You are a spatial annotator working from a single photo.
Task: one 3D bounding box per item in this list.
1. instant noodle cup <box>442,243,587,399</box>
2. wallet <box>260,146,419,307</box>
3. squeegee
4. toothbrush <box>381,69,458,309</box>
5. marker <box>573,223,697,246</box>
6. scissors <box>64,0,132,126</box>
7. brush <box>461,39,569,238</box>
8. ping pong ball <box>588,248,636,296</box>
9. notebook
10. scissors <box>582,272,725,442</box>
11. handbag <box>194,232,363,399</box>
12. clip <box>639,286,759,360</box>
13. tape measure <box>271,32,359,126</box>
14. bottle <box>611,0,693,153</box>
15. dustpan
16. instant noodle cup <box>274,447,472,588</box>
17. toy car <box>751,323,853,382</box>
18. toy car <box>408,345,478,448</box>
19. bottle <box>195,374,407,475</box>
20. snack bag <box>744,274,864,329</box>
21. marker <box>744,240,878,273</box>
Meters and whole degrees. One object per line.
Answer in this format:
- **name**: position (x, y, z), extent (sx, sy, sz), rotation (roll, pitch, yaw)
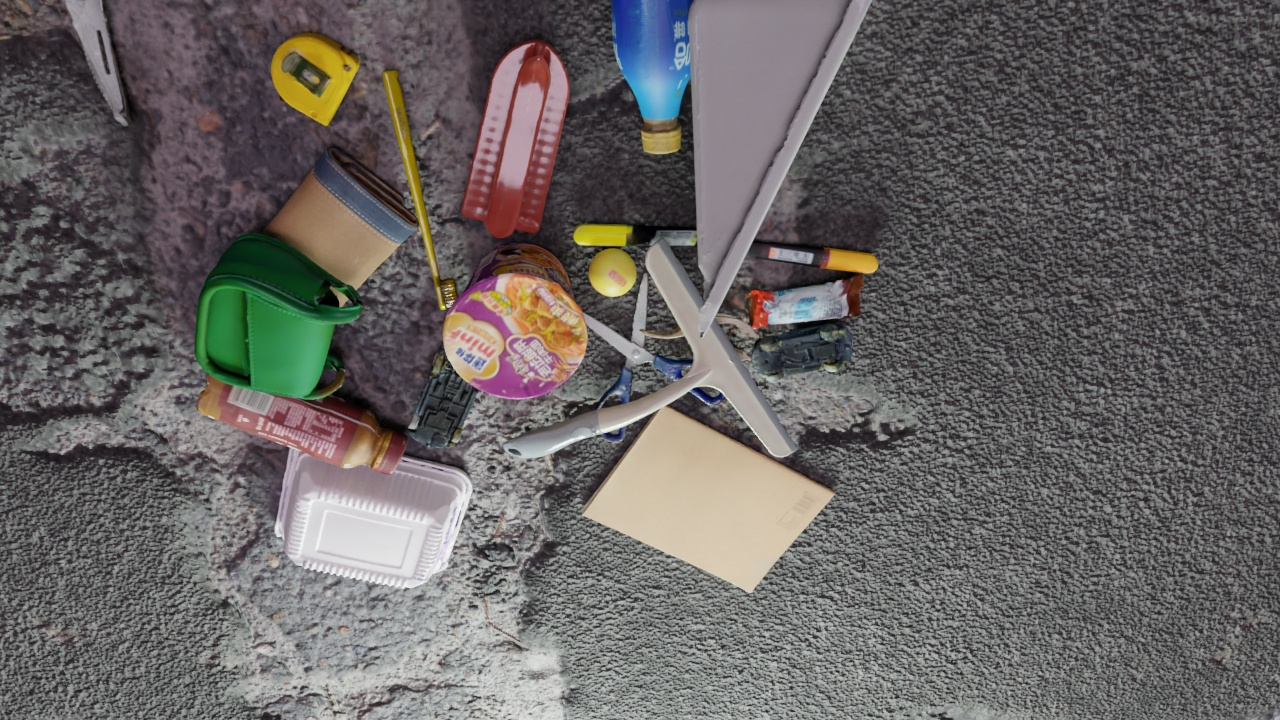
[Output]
- **instant noodle cup**: position (-0.099, -0.039, 0.750), extent (0.111, 0.099, 0.112), rotation (-1, 119, -3)
- **wallet**: position (-0.247, -0.103, 0.742), extent (0.090, 0.033, 0.115), rotation (40, 111, -21)
- **squeegee**: position (-0.025, 0.046, 0.811), extent (0.247, 0.039, 0.246), rotation (-23, 120, 22)
- **toothbrush**: position (-0.172, -0.131, 0.723), extent (0.016, 0.015, 0.190), rotation (-11, 111, -4)
- **marker**: position (0.005, -0.105, 0.770), extent (0.124, 0.015, 0.018), rotation (0, 116, -8)
- **scissors**: position (-0.378, -0.273, 0.641), extent (0.177, 0.015, 0.210), rotation (-33, 118, 13)
- **brush**: position (-0.091, -0.168, 0.693), extent (0.063, 0.069, 0.146), rotation (12, 119, -12)
- **ping pong ball**: position (-0.023, -0.074, 0.769), extent (0.040, 0.040, 0.040), rotation (-2, 120, -3)
- **notebook**: position (0.070, 0.143, 0.920), extent (0.211, 0.012, 0.150), rotation (28, 114, -18)
- **scissors**: position (0.000, 0.005, 0.830), extent (0.175, 0.012, 0.163), rotation (25, 113, -13)
- **handbag**: position (-0.291, -0.030, 0.742), extent (0.120, 0.067, 0.132), rotation (21, 133, -13)
- **clip**: position (0.052, -0.030, 0.800), extent (0.100, 0.035, 0.076), rotation (17, 98, -11)
- **tape measure**: position (-0.243, -0.211, 0.680), extent (0.057, 0.028, 0.060), rotation (29, 114, -19)
- **bottle**: position (0.011, -0.257, 0.651), extent (0.065, 0.065, 0.219), rotation (-5, 121, -1)
- **dustpan**: position (0.111, -0.173, 0.623), extent (0.143, 0.222, 0.258), rotation (-2, 110, 10)
- **instant noodle cup**: position (-0.259, 0.154, 0.876), extent (0.173, 0.060, 0.138), rotation (15, 118, -14)
- **toy car**: position (0.144, -0.010, 0.823), extent (0.090, 0.034, 0.043), rotation (-13, 123, 6)
- **toy car**: position (-0.174, 0.033, 0.826), extent (0.049, 0.031, 0.106), rotation (21, 115, -15)
- **bottle**: position (-0.295, 0.052, 0.813), extent (0.175, 0.057, 0.058), rotation (25, 115, -17)
- **snack bag**: position (0.143, -0.050, 0.803), extent (0.105, 0.026, 0.045), rotation (-7, 126, 0)
- **marker**: position (0.142, -0.090, 0.788), extent (0.124, 0.015, 0.018), rotation (6, 122, -5)
